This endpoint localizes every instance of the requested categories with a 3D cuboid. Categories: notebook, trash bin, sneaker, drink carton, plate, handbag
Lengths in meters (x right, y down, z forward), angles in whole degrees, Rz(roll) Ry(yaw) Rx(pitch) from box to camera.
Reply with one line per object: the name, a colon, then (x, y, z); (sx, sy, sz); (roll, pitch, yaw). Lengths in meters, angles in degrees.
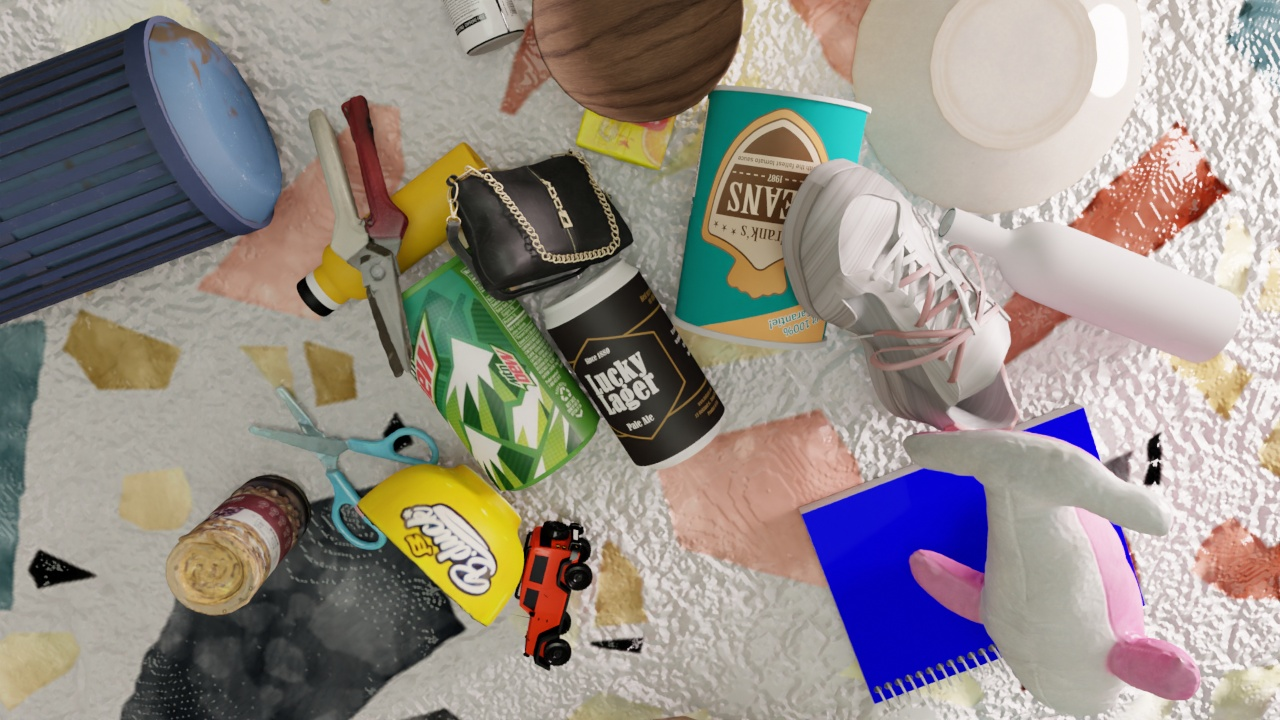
notebook: (0.243, 0.147, 0.668); (0.209, 0.022, 0.171); (-22, 101, 4)
trash bin: (-0.351, -0.099, 0.538); (0.249, 0.139, 0.139); (-20, 103, 2)
sneaker: (0.169, -0.027, 0.538); (0.236, 0.089, 0.099); (43, 75, -43)
drink carton: (0.005, -0.191, 0.571); (0.058, 0.043, 0.135); (17, 103, -6)
plate: (0.233, -0.188, 0.585); (0.189, 0.027, 0.189); (0, 103, -1)
handbag: (-0.065, -0.088, 0.568); (0.054, 0.128, 0.079); (-28, 85, 47)

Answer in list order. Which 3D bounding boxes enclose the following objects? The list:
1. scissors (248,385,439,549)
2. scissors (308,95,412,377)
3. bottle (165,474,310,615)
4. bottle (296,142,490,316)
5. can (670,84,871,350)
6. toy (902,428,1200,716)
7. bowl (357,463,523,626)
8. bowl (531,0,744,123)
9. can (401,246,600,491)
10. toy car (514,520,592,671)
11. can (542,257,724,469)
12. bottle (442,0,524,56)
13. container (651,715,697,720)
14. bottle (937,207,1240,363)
scissors: (-0.200, 0.064, 0.641); (0.118, 0.015, 0.139); (-30, 108, 5)
scissors: (-0.160, -0.082, 0.557); (0.189, 0.015, 0.140); (36, 81, 19)
bottle: (-0.262, 0.119, 0.605); (0.056, 0.105, 0.056); (0, 103, -2)
bottle: (-0.158, -0.081, 0.593); (0.144, 0.043, 0.043); (-35, 101, 7)
can: (0.078, -0.088, 0.568); (0.099, 0.099, 0.144); (8, 103, -3)
toy: (0.273, 0.126, 0.593); (0.127, 0.187, 0.266); (-48, 129, -26)
bowl: (-0.122, 0.112, 0.609); (0.117, 0.117, 0.067); (47, 73, -10)
bowl: (-0.002, -0.198, 0.531); (0.119, 0.032, 0.119); (0, 102, -1)
can: (-0.098, 0.006, 0.594); (0.083, 0.083, 0.144); (-34, 102, 6)
toy car: (-0.065, 0.163, 0.648); (0.049, 0.051, 0.100); (14, 102, -7)
can: (-0.004, 0.004, 0.601); (0.072, 0.072, 0.128); (-31, 102, 6)
bottle: (-0.110, -0.248, 0.556); (0.041, 0.041, 0.116); (-21, 103, 3)
container: (0.025, 0.385, 0.627); (0.227, 0.196, 0.227); (0, 103, -1)
bottle: (0.289, -0.056, 0.604); (0.195, 0.052, 0.052); (20, 102, -6)
